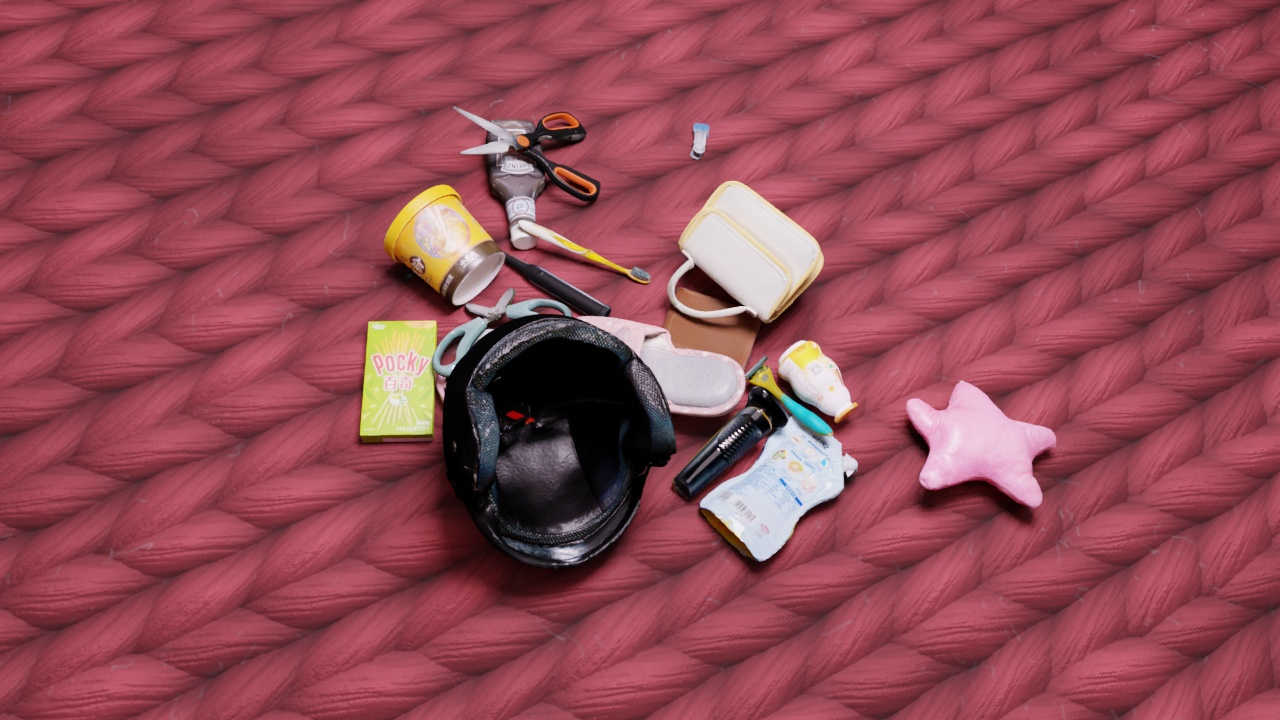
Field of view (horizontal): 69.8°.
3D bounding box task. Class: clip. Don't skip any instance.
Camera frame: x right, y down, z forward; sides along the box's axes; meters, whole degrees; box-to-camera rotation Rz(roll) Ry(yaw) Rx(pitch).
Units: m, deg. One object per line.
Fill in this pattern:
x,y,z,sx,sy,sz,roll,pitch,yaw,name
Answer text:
0.086,-0.320,1.341,0.026,0.037,0.057,10,60,-3,clip

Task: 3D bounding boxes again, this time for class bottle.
-0.169,-0.244,1.265,0.079,0.044,0.194,-3,65,-15,bottle
0.224,0.028,1.156,0.063,0.063,0.108,-33,71,-19,bottle

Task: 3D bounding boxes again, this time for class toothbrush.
-0.134,-0.111,1.212,0.213,0.027,0.026,31,96,9,toothbrush
-0.073,-0.145,1.217,0.191,0.018,0.016,24,58,-9,toothbrush

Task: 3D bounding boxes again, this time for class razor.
0.187,0.051,1.140,0.043,0.028,0.132,-42,69,-17,razor
0.105,0.104,1.117,0.167,0.068,0.062,-42,94,-12,razor

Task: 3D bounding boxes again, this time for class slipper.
-0.007,0.007,1.128,0.274,0.054,0.114,13,65,14,slipper

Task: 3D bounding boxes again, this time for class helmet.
-0.102,0.080,1.012,0.233,0.230,0.275,-8,108,-20,helmet

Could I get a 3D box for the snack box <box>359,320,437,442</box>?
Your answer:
-0.296,0.024,1.131,0.085,0.026,0.156,0,64,-6,snack box

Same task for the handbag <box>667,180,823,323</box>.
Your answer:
0.120,-0.119,1.161,0.163,0.063,0.179,43,97,15,handbag

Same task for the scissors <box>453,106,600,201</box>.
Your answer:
-0.146,-0.294,1.261,0.221,0.022,0.227,39,45,-9,scissors

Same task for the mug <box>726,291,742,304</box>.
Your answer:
0.156,-0.131,1.226,0.106,0.081,0.114,35,95,13,mug

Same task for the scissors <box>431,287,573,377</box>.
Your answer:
-0.169,-0.035,1.133,0.170,0.019,0.170,6,44,27,scissors

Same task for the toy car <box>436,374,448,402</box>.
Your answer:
-0.209,0.058,1.117,0.056,0.037,0.122,-23,69,-14,toy car

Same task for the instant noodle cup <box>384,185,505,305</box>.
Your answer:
-0.245,-0.142,1.172,0.114,0.119,0.118,44,68,6,instant noodle cup

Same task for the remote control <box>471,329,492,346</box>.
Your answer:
-0.149,-0.014,1.143,0.136,0.020,0.055,-2,61,18,remote control

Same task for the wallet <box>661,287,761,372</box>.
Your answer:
0.090,-0.036,1.196,0.124,0.032,0.101,20,61,4,wallet

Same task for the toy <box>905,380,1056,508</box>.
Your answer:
0.425,0.096,1.139,0.194,0.075,0.178,8,53,-5,toy

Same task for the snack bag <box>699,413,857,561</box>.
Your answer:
0.170,0.148,1.105,0.190,0.039,0.110,-38,55,-22,snack bag
